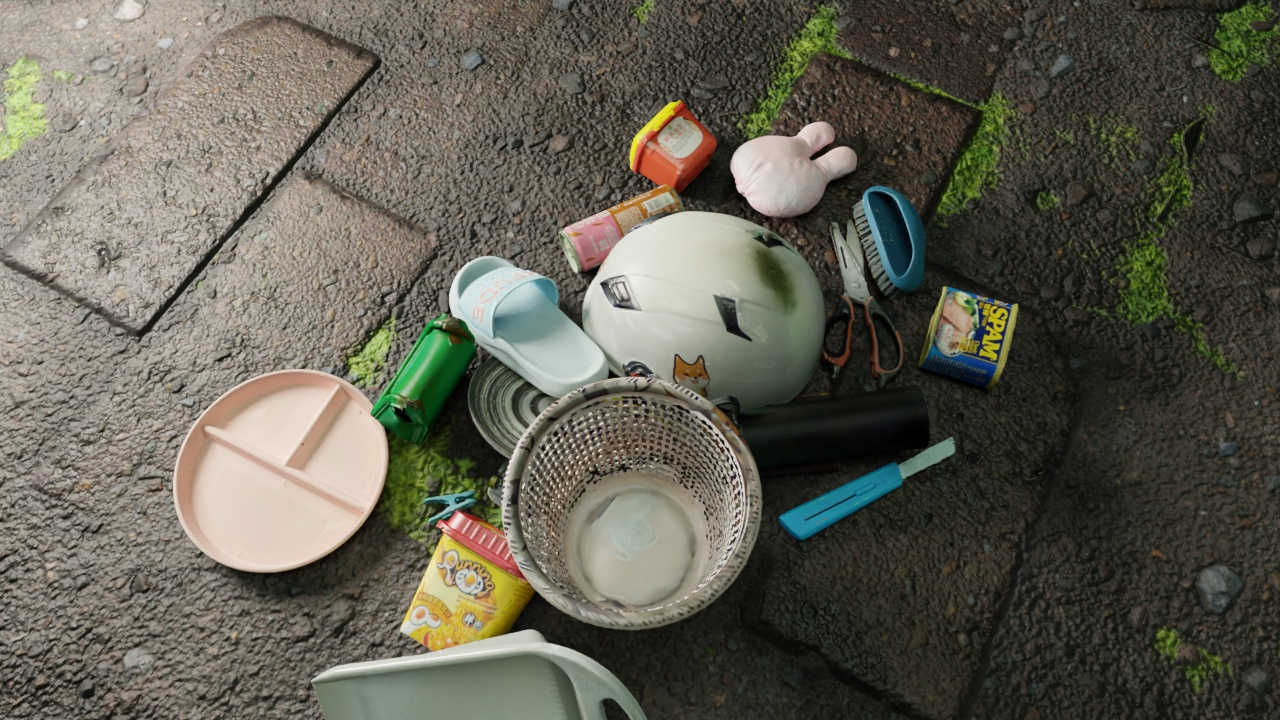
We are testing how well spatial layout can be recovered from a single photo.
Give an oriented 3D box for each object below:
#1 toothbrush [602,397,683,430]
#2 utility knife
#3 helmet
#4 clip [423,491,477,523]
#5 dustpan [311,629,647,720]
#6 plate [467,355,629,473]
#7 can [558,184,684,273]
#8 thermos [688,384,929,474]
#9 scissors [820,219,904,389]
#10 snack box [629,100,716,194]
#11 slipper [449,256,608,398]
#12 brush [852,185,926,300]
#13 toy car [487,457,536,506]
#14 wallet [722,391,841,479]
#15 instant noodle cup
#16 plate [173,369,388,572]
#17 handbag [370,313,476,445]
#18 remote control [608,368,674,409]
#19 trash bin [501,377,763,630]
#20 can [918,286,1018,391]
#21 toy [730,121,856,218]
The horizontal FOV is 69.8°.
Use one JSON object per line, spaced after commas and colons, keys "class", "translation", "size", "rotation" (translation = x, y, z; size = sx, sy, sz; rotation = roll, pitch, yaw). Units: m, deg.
{"class": "toothbrush", "translation": [-0.009, 0.048, 1.007], "size": [0.190, 0.017, 0.015], "rotation": [23, 43, 3]}
{"class": "utility knife", "translation": [0.248, 0.134, 0.981], "size": [0.216, 0.018, 0.034], "rotation": [-25, 66, -11]}
{"class": "helmet", "translation": [0.074, -0.070, 0.987], "size": [0.274, 0.157, 0.229], "rotation": [23, 61, 7]}
{"class": "clip", "translation": [-0.203, 0.155, 0.983], "size": [0.055, 0.013, 0.038], "rotation": [-16, 66, -4]}
{"class": "dustpan", "translation": [-0.125, 0.347, 0.786], "size": [0.257, 0.143, 0.222], "rotation": [-18, 95, -15]}
{"class": "plate", "translation": [-0.100, 0.053, 1.001], "size": [0.179, 0.024, 0.179], "rotation": [10, 45, -10]}
{"class": "can", "translation": [-0.021, -0.158, 1.101], "size": [0.147, 0.058, 0.058], "rotation": [-25, 67, -10]}
{"class": "thermos", "translation": [0.171, 0.067, 0.952], "size": [0.242, 0.090, 0.068], "rotation": [-8, 40, 0]}
{"class": "scissors", "translation": [0.244, -0.069, 1.076], "size": [0.204, 0.015, 0.202], "rotation": [-42, 71, -16]}
{"class": "snack box", "translation": [0.042, -0.261, 1.138], "size": [0.080, 0.082, 0.091], "rotation": [41, 72, 7]}
{"class": "slipper", "translation": [-0.127, -0.047, 1.014], "size": [0.103, 0.074, 0.245], "rotation": [-28, 52, -30]}
{"class": "brush", "translation": [0.298, -0.145, 1.076], "size": [0.055, 0.074, 0.143], "rotation": [2, 64, -27]}
{"class": "toy car", "translation": [-0.126, 0.119, 0.986], "size": [0.042, 0.035, 0.090], "rotation": [28, 67, 15]}
{"class": "wallet", "translation": [0.153, 0.081, 1.007], "size": [0.122, 0.020, 0.096], "rotation": [-4, 61, 0]}
{"class": "instant noodle cup", "translation": [-0.163, 0.228, 0.901], "size": [0.116, 0.116, 0.123], "rotation": [28, 80, 13]}
{"class": "plate", "translation": [-0.386, 0.118, 0.997], "size": [0.229, 0.028, 0.229], "rotation": [0, 65, 0]}
{"class": "handbag", "translation": [-0.231, 0.017, 0.987], "size": [0.068, 0.120, 0.131], "rotation": [31, 66, -7]}
{"class": "remote control", "translation": [-0.006, 0.006, 1.042], "size": [0.053, 0.024, 0.136], "rotation": [-40, 71, -22]}
{"class": "trash bin", "translation": [-0.006, 0.155, 0.878], "size": [0.227, 0.192, 0.227], "rotation": [-1, 65, 1]}
{"class": "can", "translation": [0.368, -0.026, 1.032], "size": [0.083, 0.057, 0.102], "rotation": [18, 66, 12]}
{"class": "toy", "translation": [0.189, -0.238, 1.136], "size": [0.159, 0.054, 0.121], "rotation": [-27, 68, -16]}
